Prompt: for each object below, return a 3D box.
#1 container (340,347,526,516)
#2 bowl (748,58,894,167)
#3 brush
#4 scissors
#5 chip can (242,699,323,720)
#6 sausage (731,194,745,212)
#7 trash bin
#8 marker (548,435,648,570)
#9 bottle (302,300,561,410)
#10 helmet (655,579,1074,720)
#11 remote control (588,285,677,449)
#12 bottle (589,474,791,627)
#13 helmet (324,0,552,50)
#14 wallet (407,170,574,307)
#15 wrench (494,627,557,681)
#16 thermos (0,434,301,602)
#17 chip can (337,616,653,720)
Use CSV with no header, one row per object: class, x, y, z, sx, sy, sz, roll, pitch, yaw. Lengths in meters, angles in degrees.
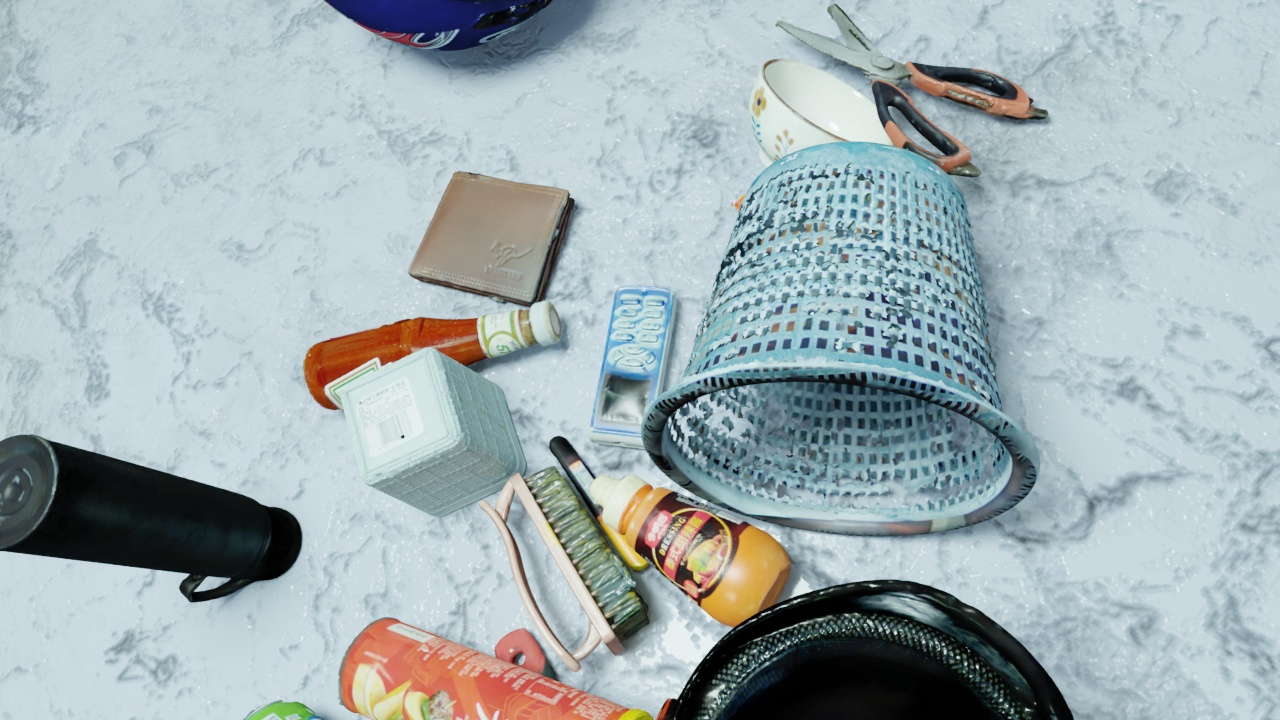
container,-0.154,0.052,0.676,0.090,0.111,0.090,-25,67,6
bowl,0.127,-0.169,0.688,0.113,0.113,0.062,52,133,24
brush,-0.057,0.140,0.646,0.073,0.063,0.145,-32,65,-8
scissors,0.198,-0.209,0.692,0.226,0.015,0.188,14,52,9
chip can,-0.181,0.290,0.577,0.236,0.072,0.072,10,73,43
sausage,0.146,-0.102,0.692,0.165,0.021,0.021,17,77,20
trash bin,0.129,-0.019,0.582,0.227,0.227,0.194,3,60,17
marker,-0.032,0.104,0.678,0.018,0.015,0.124,-28,63,-20
bottle,-0.164,-0.008,0.728,0.206,0.060,0.059,-13,69,11
helmet,0.108,0.253,0.472,0.233,0.230,0.274,13,76,4
remote control,-0.004,0.004,0.698,0.049,0.024,0.124,5,73,17
bottle,0.027,0.121,0.628,0.149,0.067,0.066,29,81,24
helmet,-0.164,-0.378,0.749,0.316,0.241,0.246,29,55,30
wallet,-0.124,-0.102,0.765,0.125,0.032,0.101,14,79,20
wrench,-0.023,0.299,0.608,0.056,0.016,0.273,-40,66,3
thermos,-0.336,0.122,0.633,0.068,0.242,0.090,29,80,23
chip can,-0.099,0.232,0.605,0.217,0.073,0.073,11,75,27
